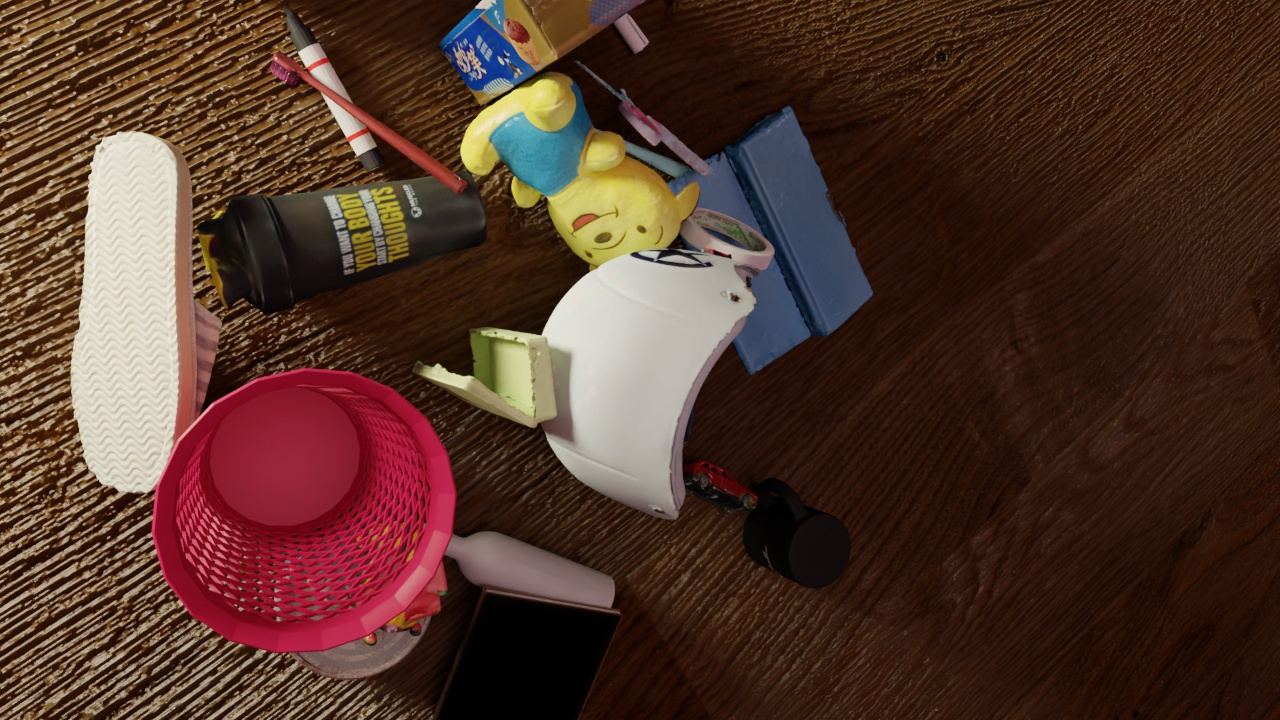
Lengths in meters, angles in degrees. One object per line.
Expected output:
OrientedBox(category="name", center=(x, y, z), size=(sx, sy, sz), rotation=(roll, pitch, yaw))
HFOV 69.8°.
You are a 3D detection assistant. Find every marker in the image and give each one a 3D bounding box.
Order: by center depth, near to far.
OrientedBox(category="marker", center=(-0.262, -0.231, 0.777), size=(0.019, 0.019, 0.145), rotation=(-33, 107, -19))
OrientedBox(category="marker", center=(-0.037, -0.353, 0.872), size=(0.133, 0.020, 0.017), rotation=(52, 52, -19))

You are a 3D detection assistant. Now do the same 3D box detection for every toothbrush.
OrientedBox(category="toothbrush", center=(-0.226, -0.195, 0.761), size=(0.190, 0.016, 0.016), rotation=(35, 117, -1))
OrientedBox(category="toothbrush", center=(-0.013, -0.210, 0.897), size=(0.180, 0.017, 0.016), rotation=(20, 83, -27))

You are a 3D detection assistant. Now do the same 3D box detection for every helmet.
OrientedBox(category="helmet", center=(-0.005, 0.005, 0.812), size=(0.164, 0.263, 0.237), rotation=(20, 103, 4))

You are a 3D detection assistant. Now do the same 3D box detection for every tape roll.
OrientedBox(category="tape roll", center=(0.082, -0.117, 0.878), size=(0.093, 0.093, 0.018), rotation=(11, 119, -25))

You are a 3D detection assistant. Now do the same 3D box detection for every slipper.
OrientedBox(category="slipper", center=(-0.373, -0.033, 0.693), size=(0.054, 0.114, 0.273), rotation=(-20, 122, -66))

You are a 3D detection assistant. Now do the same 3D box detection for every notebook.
OrientedBox(category="notebook", center=(-0.117, 0.316, 0.864), size=(0.141, 0.008, 0.209), rotation=(17, 102, -25))

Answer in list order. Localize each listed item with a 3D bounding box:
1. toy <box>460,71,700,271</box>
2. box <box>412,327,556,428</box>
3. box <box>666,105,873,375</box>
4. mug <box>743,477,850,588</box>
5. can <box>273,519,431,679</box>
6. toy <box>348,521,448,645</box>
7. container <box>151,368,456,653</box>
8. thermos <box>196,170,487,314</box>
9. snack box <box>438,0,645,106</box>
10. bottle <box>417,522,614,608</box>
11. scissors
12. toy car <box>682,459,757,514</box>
OrientedBox(category="toy", center=(-0.048, -0.162, 0.814), size=(0.214, 0.149, 0.083), rotation=(38, 55, -35))
OrientedBox(category="box", center=(-0.124, 0.016, 0.770), size=(0.090, 0.188, 0.077), rotation=(-32, 105, -21))
OrientedBox(category="box", center=(0.140, -0.121, 0.957), size=(0.176, 0.048, 0.232), rotation=(-36, 111, -17))
OrientedBox(category="mug", center=(0.158, 0.176, 0.967), size=(0.078, 0.088, 0.113), rotation=(-30, 106, -20))
OrientedBox(category="can", center=(-0.250, 0.208, 0.803), size=(0.129, 0.044, 0.130), rotation=(-2, 95, -25))
OrientedBox(category="toy", center=(-0.206, 0.188, 0.774), size=(0.084, 0.046, 0.103), rotation=(-4, 91, -11))
OrientedBox(category="container", center=(-0.257, 0.089, 0.690), size=(0.183, 0.226, 0.183), rotation=(-2, 95, -25))
OrientedBox(category="thermos", center=(-0.243, -0.104, 0.761), size=(0.220, 0.098, 0.098), rotation=(-19, 102, -27))
OrientedBox(category="snack box", center=(-0.066, -0.296, 0.762), size=(0.154, 0.203, 0.069), rotation=(-39, 109, -18))
OrientedBox(category="bottle", center=(-0.118, 0.195, 0.859), size=(0.195, 0.052, 0.052), rotation=(27, 82, -24))
OrientedBox(category="scissors", center=(0.009, -0.213, 0.833), size=(0.172, 0.170, 0.013), rotation=(33, 106, -28))
OrientedBox(category="toy car", center=(0.080, 0.133, 0.954), size=(0.091, 0.042, 0.036), rotation=(31, 62, -19))
